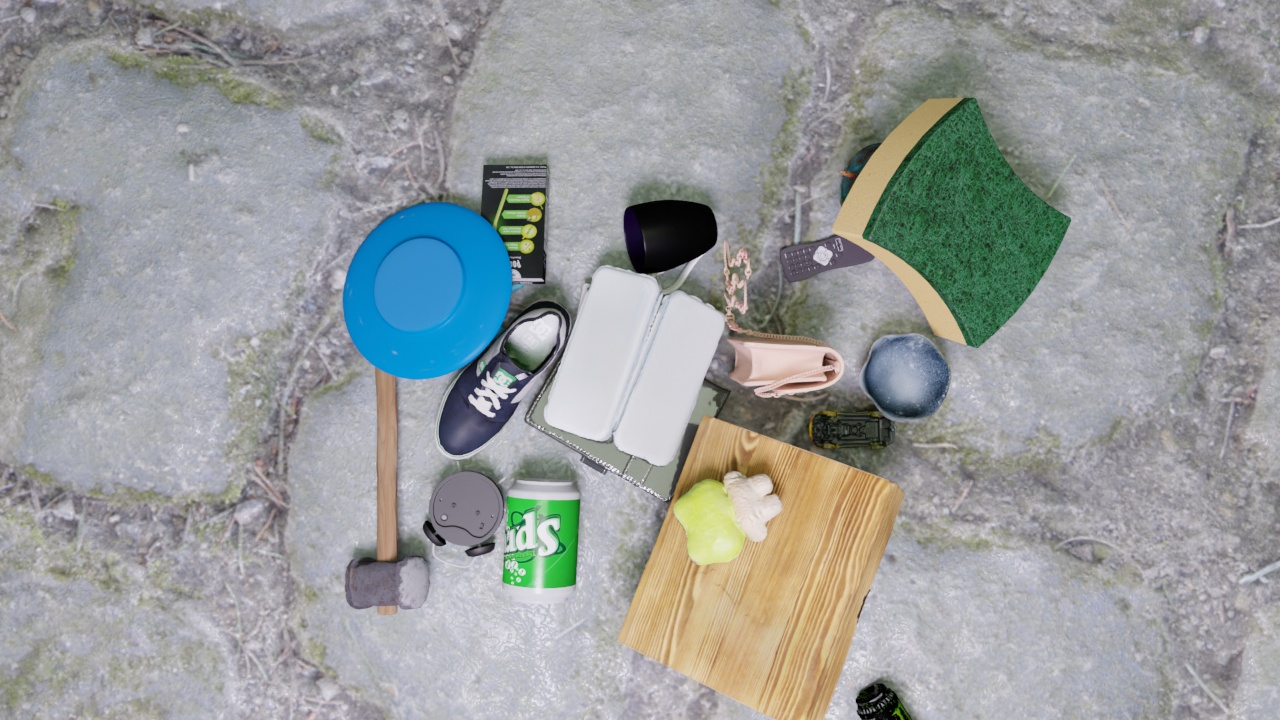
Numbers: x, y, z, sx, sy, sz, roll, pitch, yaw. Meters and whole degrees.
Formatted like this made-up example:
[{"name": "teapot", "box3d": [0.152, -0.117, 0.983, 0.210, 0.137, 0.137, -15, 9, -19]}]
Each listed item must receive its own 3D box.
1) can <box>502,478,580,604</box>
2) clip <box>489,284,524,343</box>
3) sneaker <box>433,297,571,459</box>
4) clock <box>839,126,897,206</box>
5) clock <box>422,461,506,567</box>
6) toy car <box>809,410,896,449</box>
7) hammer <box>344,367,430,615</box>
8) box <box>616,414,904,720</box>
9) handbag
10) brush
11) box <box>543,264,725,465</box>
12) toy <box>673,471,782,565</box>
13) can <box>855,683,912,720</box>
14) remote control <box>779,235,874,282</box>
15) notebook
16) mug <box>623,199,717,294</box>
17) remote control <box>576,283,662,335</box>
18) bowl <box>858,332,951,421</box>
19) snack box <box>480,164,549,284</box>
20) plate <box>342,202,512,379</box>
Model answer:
[{"name": "can", "box3d": [-0.118, 0.213, 1.092, 0.088, 0.088, 0.140, 3, 86, -1]}, {"name": "clip", "box3d": [-0.169, -0.055, 1.142, 0.121, 0.033, 0.119, 12, 89, -1]}, {"name": "sneaker", "box3d": [-0.170, 0.026, 1.096, 0.084, 0.079, 0.235, 38, 98, -9]}, {"name": "clock", "box3d": [0.319, -0.197, 1.137, 0.121, 0.073, 0.157, -39, 107, -7]}, {"name": "clock", "box3d": [-0.213, 0.190, 1.114, 0.091, 0.042, 0.120, 17, 86, 0]}, {"name": "toy car", "box3d": [0.263, 0.086, 1.137, 0.107, 0.030, 0.049, 1, 85, 0]}, {"name": "hammer", "box3d": [-0.306, 0.138, 1.108, 0.098, 0.052, 0.328, -8, 79, 27]}, {"name": "box", "box3d": [0.140, 0.239, 1.076, 0.259, 0.220, 0.279, 19, 85, 23]}, {"name": "handbag", "box3d": [0.166, -0.053, 1.062, 0.116, 0.198, 0.187, -2, 94, -1]}, {"name": "brush", "box3d": [0.369, -0.159, 1.079, 0.250, 0.075, 0.195, 38, 88, -27]}, {"name": "box", "box3d": [-0.006, 0.006, 1.093, 0.186, 0.084, 0.210, 22, 85, 1]}, {"name": "toy", "box3d": [0.093, 0.163, 0.972, 0.115, 0.046, 0.092, -28, 62, 13]}, {"name": "can", "box3d": [0.313, 0.459, 1.100, 0.054, 0.054, 0.137, -32, 87, -3]}, {"name": "remote control", "box3d": [0.239, -0.135, 1.162, 0.124, 0.009, 0.046, -15, 86, -2]}, {"name": "notebook", "box3d": [-0.017, 0.060, 1.136, 0.209, 0.029, 0.169, 30, 84, 4]}, {"name": "mug", "box3d": [0.040, -0.141, 1.131, 0.100, 0.085, 0.119, -13, 116, -14]}, {"name": "remote control", "box3d": [-0.009, -0.058, 1.141, 0.136, 0.011, 0.050, 12, 69, -5]}, {"name": "bowl", "box3d": [0.320, 0.021, 1.130, 0.110, 0.055, 0.110, 0, 86, 0]}, {"name": "snack box", "box3d": [-0.156, -0.169, 1.136, 0.080, 0.025, 0.147, 0, 78, 3]}, {"name": "plate", "box3d": [-0.265, -0.089, 1.111, 0.224, 0.024, 0.224, -3, 78, 14]}]
